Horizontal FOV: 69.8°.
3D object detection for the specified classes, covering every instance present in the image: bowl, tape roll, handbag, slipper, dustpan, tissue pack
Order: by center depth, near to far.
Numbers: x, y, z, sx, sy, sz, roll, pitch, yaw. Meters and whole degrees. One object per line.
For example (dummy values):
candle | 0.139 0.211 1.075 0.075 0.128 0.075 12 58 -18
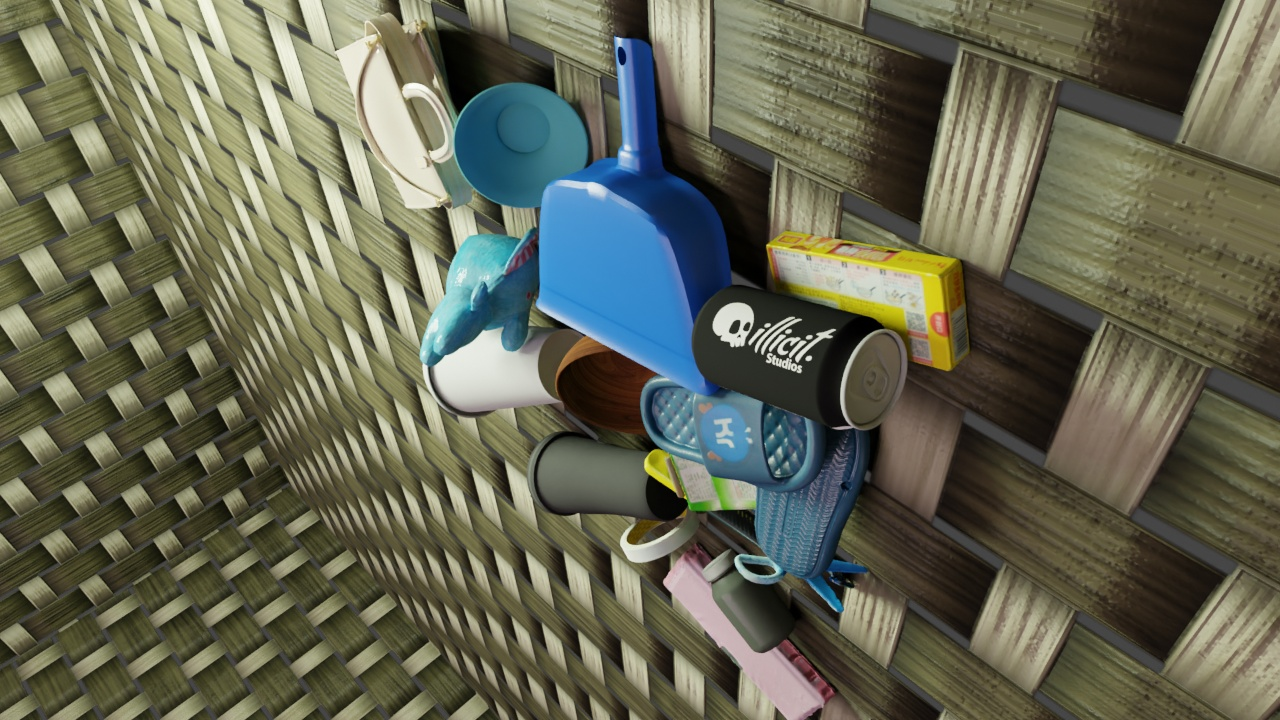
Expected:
dustpan | -0.014 -0.132 0.762 0.246 0.059 0.258 28 135 42
slipper | 0.069 0.059 0.773 0.214 0.059 0.104 4 109 50
slipper | 0.150 0.099 0.795 0.104 0.059 0.214 25 127 35
bowl | -0.109 -0.205 0.845 0.046 0.121 0.121 -94 -5 -52
tissue pack | 0.077 0.098 0.888 0.100 0.034 0.114 -6 120 25
bowl | -0.005 0.005 0.897 0.147 0.068 0.147 5 145 3
handbag | -0.215 -0.242 0.905 0.198 0.101 0.195 25 140 62
tape roll | 0.022 0.195 1.048 0.094 0.093 0.019 -8 114 58

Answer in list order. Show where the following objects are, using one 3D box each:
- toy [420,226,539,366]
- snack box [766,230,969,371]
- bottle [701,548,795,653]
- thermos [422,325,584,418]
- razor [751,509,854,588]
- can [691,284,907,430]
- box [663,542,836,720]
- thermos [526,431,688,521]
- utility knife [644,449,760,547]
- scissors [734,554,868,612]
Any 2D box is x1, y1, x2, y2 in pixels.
toy | -0.168 -0.059 0.994 0.115 0.180 0.184 38 141 -19
snack box | 0.160 -0.046 0.660 0.152 0.025 0.075 20 136 47
bottle | 0.118 0.265 1.015 0.108 0.060 0.060 51 151 5
thermos | -0.156 0.006 1.099 0.222 0.131 0.131 -1 120 48
razor | 0.153 0.175 0.909 0.141 0.018 0.044 39 -176 30
can | 0.111 -0.004 0.665 0.146 0.080 0.080 21 137 46
box | 0.128 0.324 1.093 0.233 0.041 0.098 45 143 18
thermos | -0.038 0.141 1.083 0.219 0.105 0.106 -1 120 51
utility knife | 0.088 0.156 0.952 0.198 0.028 0.020 34 157 16
scissors | 0.146 0.190 0.861 0.125 0.125 0.016 49 148 43
